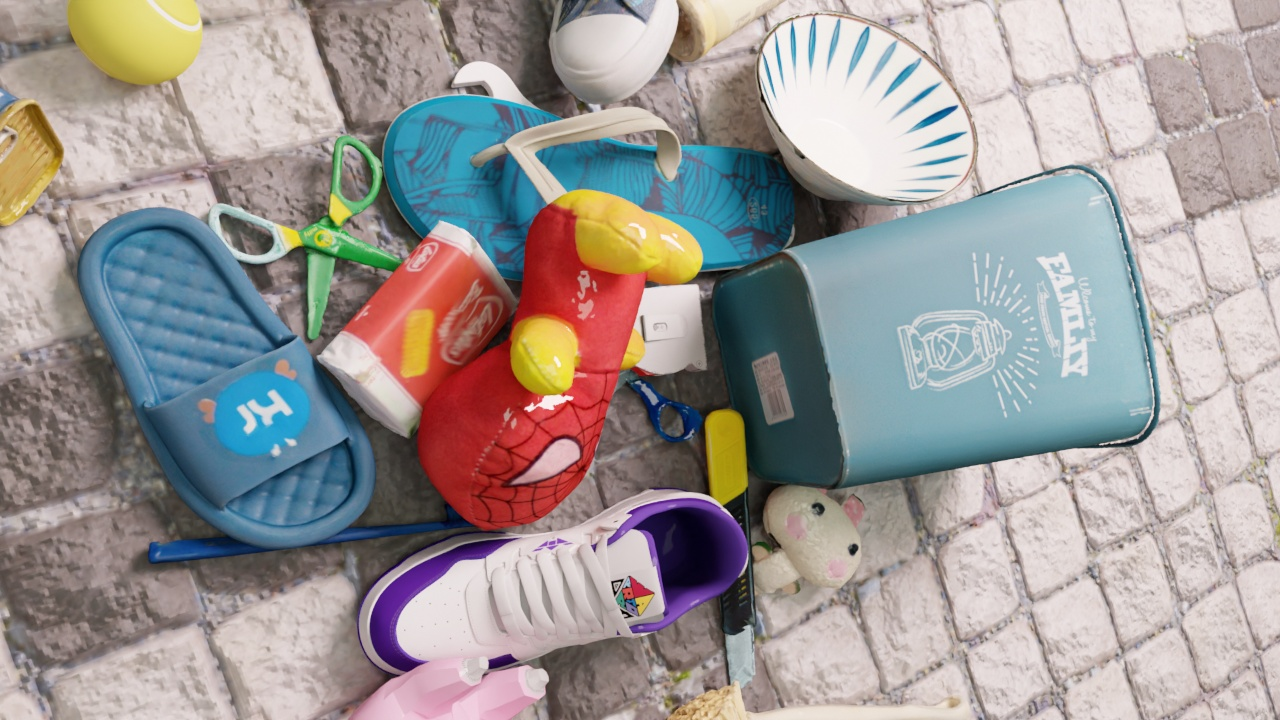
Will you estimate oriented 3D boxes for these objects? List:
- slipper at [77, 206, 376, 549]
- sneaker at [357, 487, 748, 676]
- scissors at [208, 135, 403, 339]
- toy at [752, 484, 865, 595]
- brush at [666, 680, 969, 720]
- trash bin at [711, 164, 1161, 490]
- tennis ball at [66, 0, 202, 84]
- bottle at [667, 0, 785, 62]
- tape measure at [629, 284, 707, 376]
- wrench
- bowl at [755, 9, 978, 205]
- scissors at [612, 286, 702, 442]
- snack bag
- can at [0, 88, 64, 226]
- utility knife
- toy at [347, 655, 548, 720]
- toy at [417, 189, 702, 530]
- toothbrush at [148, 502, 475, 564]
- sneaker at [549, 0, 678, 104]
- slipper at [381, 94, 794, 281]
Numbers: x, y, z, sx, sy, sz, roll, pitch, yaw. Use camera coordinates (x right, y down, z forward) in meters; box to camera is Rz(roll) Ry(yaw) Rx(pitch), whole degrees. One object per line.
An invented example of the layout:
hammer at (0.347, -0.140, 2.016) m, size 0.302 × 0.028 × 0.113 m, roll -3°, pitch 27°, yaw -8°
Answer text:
slipper at (-0.233, 0.013, 0.510) m, size 0.103 × 0.059 × 0.214 m, roll -35°, pitch 98°, yaw -21°
sneaker at (-0.040, 0.139, 0.554) m, size 0.243 × 0.111 × 0.092 m, roll -15°, pitch 91°, yaw -25°
scissors at (-0.195, -0.075, 0.554) m, size 0.131 × 0.011 × 0.125 m, roll 8°, pitch 90°, yaw -17°
toy at (0.122, 0.128, 0.666) m, size 0.112 × 0.050 × 0.087 m, roll -44°, pitch 101°, yaw -25°
brush at (0.133, 0.262, 0.657) m, size 0.271 × 0.062 × 0.077 m, roll 3°, pitch 88°, yaw -28°
trash bin at (0.185, -0.011, 0.634) m, size 0.218 × 0.199 × 0.196 m, roll -12°, pitch 89°, yaw -18°
tennis ball at (-0.277, -0.185, 0.504) m, size 0.065 × 0.065 × 0.065 m, roll 2°, pitch 84°, yaw -24°
bottle at (0.081, -0.282, 0.677) m, size 0.161 × 0.057 × 0.056 m, roll -39°, pitch 101°, yaw -22°
tape measure at (0.015, -0.020, 0.628) m, size 0.062 × 0.020 × 0.060 m, roll -5°, pitch 87°, yaw -22°
wrench at (-0.004, -0.138, 0.652) m, size 0.273 × 0.009 × 0.047 m, roll 20°, pitch 77°, yaw -21°
bowl at (0.153, -0.168, 0.679) m, size 0.177 × 0.071 × 0.177 m, roll 9°, pitch 60°, yaw -16°
scissors at (-0.002, 0.009, 0.637) m, size 0.127 × 0.014 × 0.133 m, roll -44°, pitch 104°, yaw -21°
snack bag at (-0.130, -0.018, 0.553) m, size 0.115 × 0.036 × 0.077 m, roll -53°, pitch 144°, yaw -19°
can at (-0.335, -0.111, 0.453) m, size 0.059 × 0.100 × 0.053 m, roll 33°, pitch 72°, yaw -17°
utility knife at (0.065, 0.136, 0.649) m, size 0.029 × 0.020 × 0.203 m, roll -3°, pitch 91°, yaw 6°
toy at (-0.133, 0.222, 0.515) m, size 0.123 × 0.158 × 0.067 m, roll 41°, pitch 24°, yaw -54°
toy at (-0.052, 0.003, 0.544) m, size 0.099 × 0.147 × 0.216 m, roll 34°, pitch 100°, yaw 24°
toothbrush at (-0.186, 0.101, 0.546) m, size 0.189 × 0.016 × 0.017 m, roll -3°, pitch 79°, yaw -24°
sneaker at (-0.017, -0.285, 0.607) m, size 0.087 × 0.079 × 0.235 m, roll 5°, pitch 72°, yaw 21°
slipper at (-0.018, -0.108, 0.608) m, size 0.294 × 0.060 × 0.118 m, roll 1°, pitch 96°, yaw -21°
